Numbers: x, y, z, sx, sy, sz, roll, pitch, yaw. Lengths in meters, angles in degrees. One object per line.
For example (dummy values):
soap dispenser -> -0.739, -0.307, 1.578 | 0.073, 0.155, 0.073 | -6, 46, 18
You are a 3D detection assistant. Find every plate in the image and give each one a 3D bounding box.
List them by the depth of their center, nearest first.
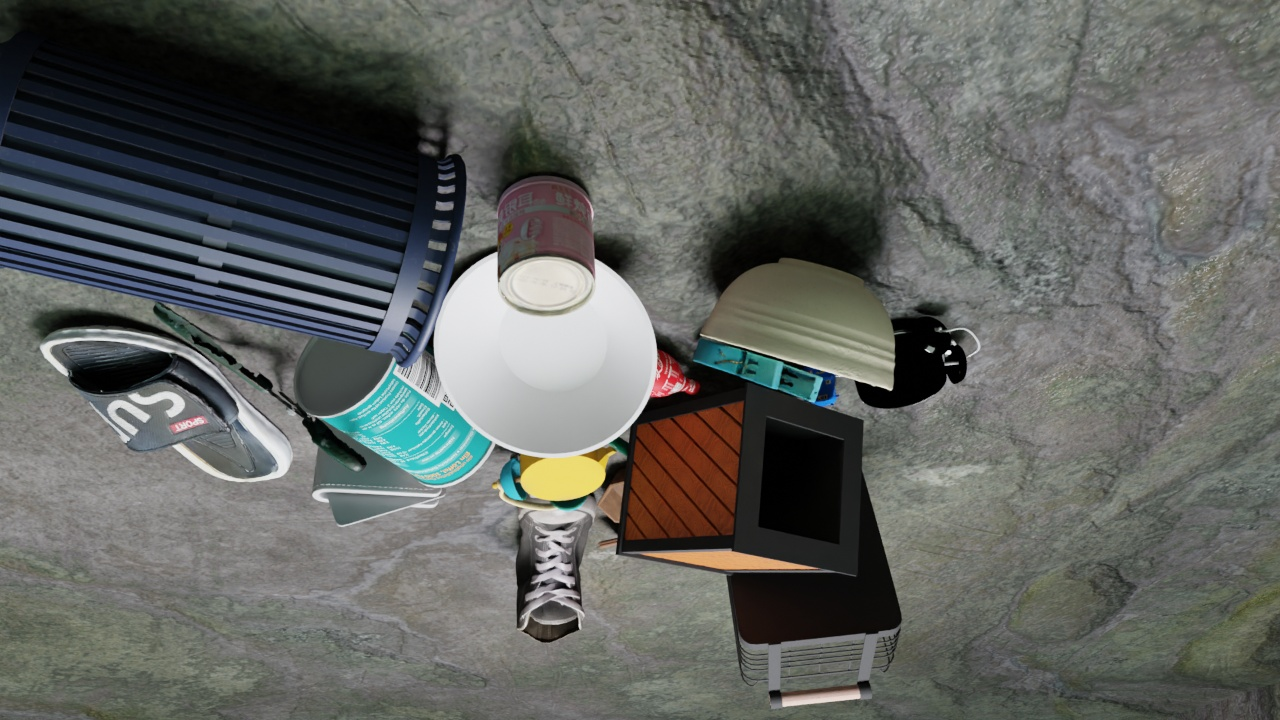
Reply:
plate -> -0.073, -0.010, 0.725 | 0.174, 0.036, 0.174 | 2, 110, 5
plate -> 0.015, 0.147, 1.028 | 0.131, 0.025, 0.131 | -4, 147, -3

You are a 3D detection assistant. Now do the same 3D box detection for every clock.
clock -> 0.243, 0.001, 0.825 | 0.121, 0.042, 0.091 | -24, 142, 26
clock -> -0.087, 0.116, 0.929 | 0.099, 0.043, 0.130 | 19, 134, -31

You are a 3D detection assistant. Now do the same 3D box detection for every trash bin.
trash bin -> -0.244, -0.090, 0.537 | 0.249, 0.139, 0.140 | 14, 142, -24
trash bin -> 0.090, 0.118, 0.847 | 0.139, 0.139, 0.172 | 17, 160, -31

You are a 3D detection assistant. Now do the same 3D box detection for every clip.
clip -> 0.110, 0.010, 0.779 | 0.130, 0.030, 0.120 | 20, 180, 44

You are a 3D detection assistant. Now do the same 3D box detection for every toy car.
toy car -> 0.171, 0.038, 0.854 | 0.033, 0.061, 0.092 | -9, 146, 6

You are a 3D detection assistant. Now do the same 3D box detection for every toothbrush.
toothbrush -> -0.050, 0.064, 0.875 | 0.017, 0.016, 0.189 | -30, 130, 31

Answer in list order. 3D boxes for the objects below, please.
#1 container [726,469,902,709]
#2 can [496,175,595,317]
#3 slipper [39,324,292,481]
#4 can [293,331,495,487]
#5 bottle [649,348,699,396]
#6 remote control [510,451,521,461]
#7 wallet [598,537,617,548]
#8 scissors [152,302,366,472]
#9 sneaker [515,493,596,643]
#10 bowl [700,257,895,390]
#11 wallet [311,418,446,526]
container -> 0.177, 0.234, 1.004 | 0.163, 0.240, 0.130 | -7, 139, 2
can -> -0.065, -0.079, 0.631 | 0.067, 0.076, 0.067 | -3, 146, -2
slipper -> -0.402, 0.056, 0.803 | 0.111, 0.063, 0.264 | -10, 149, 6
can -> -0.197, 0.032, 0.759 | 0.099, 0.099, 0.144 | -18, 145, 18
bottle -> -0.005, 0.005, 0.797 | 0.141, 0.041, 0.042 | 21, 139, -34
remote control -> -0.076, 0.077, 0.922 | 0.033, 0.013, 0.137 | 27, 137, -38
wallet -> 0.018, 0.207, 1.109 | 0.121, 0.013, 0.087 | -16, 169, 16
scissors -> -0.283, 0.033, 0.722 | 0.206, 0.015, 0.201 | 25, 163, 45
sneaker -> -0.102, 0.237, 1.065 | 0.095, 0.119, 0.235 | 4, 143, -15
bowl -> 0.128, -0.033, 0.702 | 0.151, 0.075, 0.150 | 17, -177, -1
wallet -> -0.237, 0.102, 0.843 | 0.118, 0.115, 0.038 | 6, 145, -16
